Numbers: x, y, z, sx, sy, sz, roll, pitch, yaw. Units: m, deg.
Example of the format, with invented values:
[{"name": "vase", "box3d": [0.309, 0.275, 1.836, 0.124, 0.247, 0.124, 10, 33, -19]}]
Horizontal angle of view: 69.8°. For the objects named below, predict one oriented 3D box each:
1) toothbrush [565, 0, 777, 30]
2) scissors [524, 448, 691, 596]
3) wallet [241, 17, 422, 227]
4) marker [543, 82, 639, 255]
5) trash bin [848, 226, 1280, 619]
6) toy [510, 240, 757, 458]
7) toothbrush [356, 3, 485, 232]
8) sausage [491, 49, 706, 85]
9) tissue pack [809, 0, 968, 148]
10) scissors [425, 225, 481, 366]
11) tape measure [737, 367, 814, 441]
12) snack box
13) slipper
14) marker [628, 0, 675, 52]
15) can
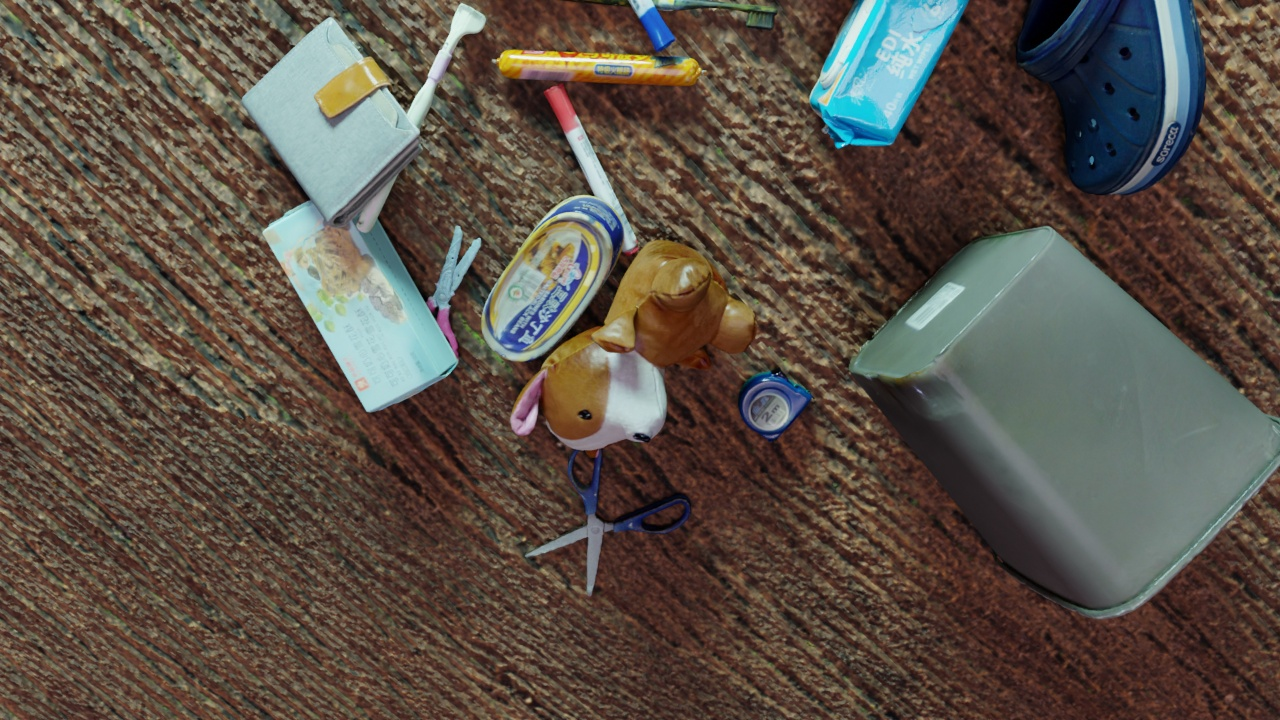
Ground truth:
[{"name": "toothbrush", "box3d": [0.009, -0.265, 0.686, 0.186, 0.012, 0.017, 6, 102, 1]}, {"name": "scissors", "box3d": [-0.033, 0.148, 0.856, 0.162, 0.012, 0.176, -3, 112, 5]}, {"name": "wallet", "box3d": [-0.233, -0.183, 0.694, 0.107, 0.037, 0.129, -40, 77, 12]}, {"name": "marker", "box3d": [-0.037, -0.151, 0.733, 0.017, 0.017, 0.145, -22, 109, 12]}, {"name": "trash bin", "box3d": [0.297, 0.034, 0.689, 0.220, 0.198, 0.199, 44, 89, -5]}, {"name": "toy", "box3d": [-0.004, 0.004, 0.732, 0.200, 0.130, 0.140, -39, 139, 14]}, {"name": "toothbrush", "box3d": [-0.172, -0.183, 0.704, 0.029, 0.020, 0.189, 32, 97, 23]}, {"name": "sausage", "box3d": [-0.032, -0.223, 0.701, 0.165, 0.021, 0.021, 3, 112, 2]}, {"name": "tissue pack", "box3d": [0.171, -0.220, 0.652, 0.063, 0.089, 0.140, 24, 111, -6]}, {"name": "scissors", "box3d": [-0.179, -0.056, 0.784, 0.077, 0.017, 0.138, 19, 108, 5]}, {"name": "tape measure", "box3d": [0.112, 0.036, 0.794, 0.054, 0.025, 0.058, 35, 106, -8]}, {"name": "snack box", "box3d": [-0.229, -0.050, 0.757, 0.074, 0.051, 0.175, -26, 99, 12]}, {"name": "slipper", "box3d": [0.311, -0.232, 0.629, 0.095, 0.105, 0.253, -12, 108, 1]}, {"name": "marker", "box3d": [-0.018, -0.293, 0.666, 0.017, 0.016, 0.146, -30, 99, 14]}, {"name": "can", "box3d": [-0.072, -0.065, 0.743, 0.074, 0.049, 0.148, 36, 116, -8]}]
